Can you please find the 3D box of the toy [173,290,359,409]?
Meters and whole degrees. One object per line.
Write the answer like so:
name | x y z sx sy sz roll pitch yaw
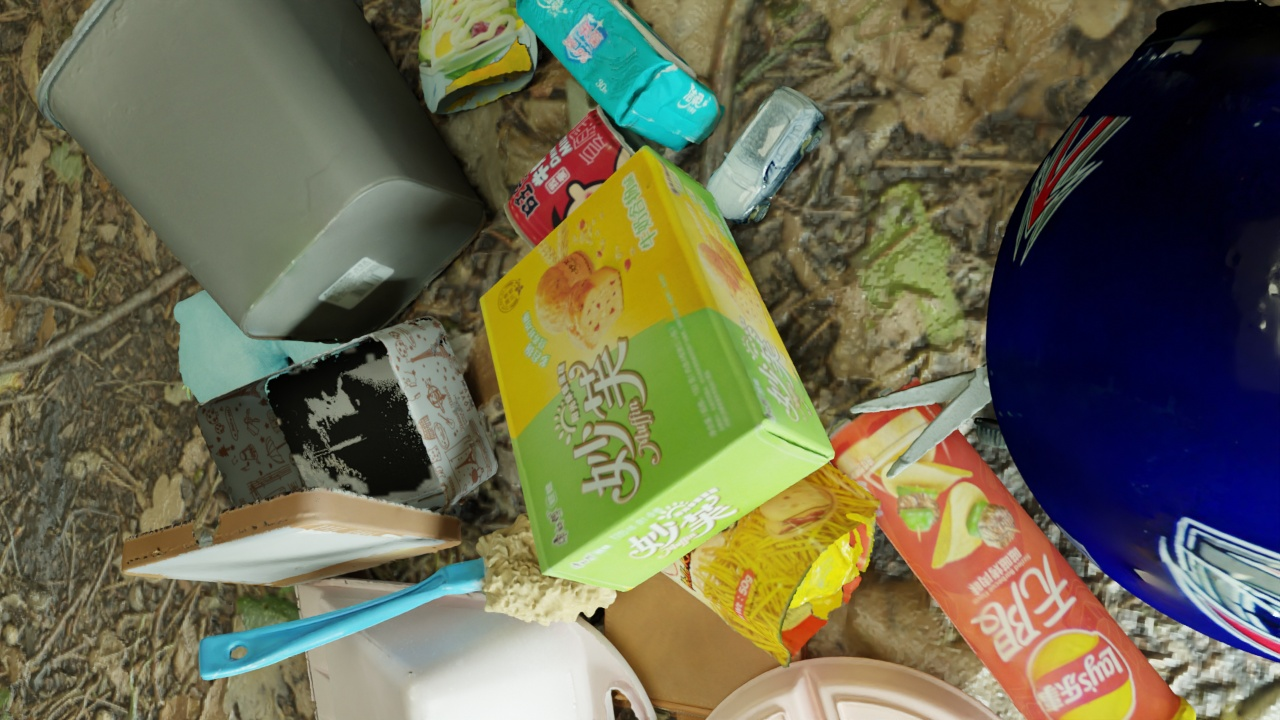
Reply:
toy | -0.306 -0.007 0.732 0.156 0.049 0.161 -43 79 8

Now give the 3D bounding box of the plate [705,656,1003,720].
plate | 0.125 0.283 0.513 0.230 0.028 0.229 1 94 18

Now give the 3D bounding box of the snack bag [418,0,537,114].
snack bag | -0.128 -0.285 0.676 0.111 0.038 0.191 -15 80 34

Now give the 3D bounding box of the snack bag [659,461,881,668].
snack bag | 0.038 0.077 0.554 0.208 0.073 0.129 35 103 39

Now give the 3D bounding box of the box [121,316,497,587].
box | -0.223 0.081 0.602 0.183 0.187 0.155 -19 95 22

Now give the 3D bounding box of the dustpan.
dustpan | -0.116 0.260 0.629 0.274 0.138 0.222 2 100 54

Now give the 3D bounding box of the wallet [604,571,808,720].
wallet | 0.040 0.174 0.574 0.132 0.031 0.107 0 86 25

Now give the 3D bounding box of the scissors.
scissors | 0.194 0.000 0.488 0.165 0.012 0.156 9 73 1

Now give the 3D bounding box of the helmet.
helmet | 0.300 0.005 0.361 0.315 0.247 0.241 10 105 1

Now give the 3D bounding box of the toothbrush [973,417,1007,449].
toothbrush | 0.272 0.063 0.485 0.189 0.014 0.017 17 101 24

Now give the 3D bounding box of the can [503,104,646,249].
can | -0.037 -0.113 0.606 0.094 0.066 0.066 -41 72 17

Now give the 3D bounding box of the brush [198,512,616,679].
brush | -0.132 0.145 0.554 0.254 0.046 0.083 -14 52 -11

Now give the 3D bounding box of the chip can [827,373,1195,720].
chip can | 0.187 0.112 0.490 0.073 0.073 0.216 -42 71 16

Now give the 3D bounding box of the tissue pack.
tissue pack | -0.013 -0.196 0.587 0.050 0.093 0.133 -46 71 19

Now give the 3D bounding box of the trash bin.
trash bin | -0.247 -0.142 0.642 0.199 0.198 0.219 -41 78 15

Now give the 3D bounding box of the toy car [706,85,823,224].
toy car | 0.076 -0.128 0.576 0.043 0.034 0.091 41 105 18

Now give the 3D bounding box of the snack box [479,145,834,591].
snack box | -0.003 0.003 0.531 0.158 0.070 0.209 -38 50 25
